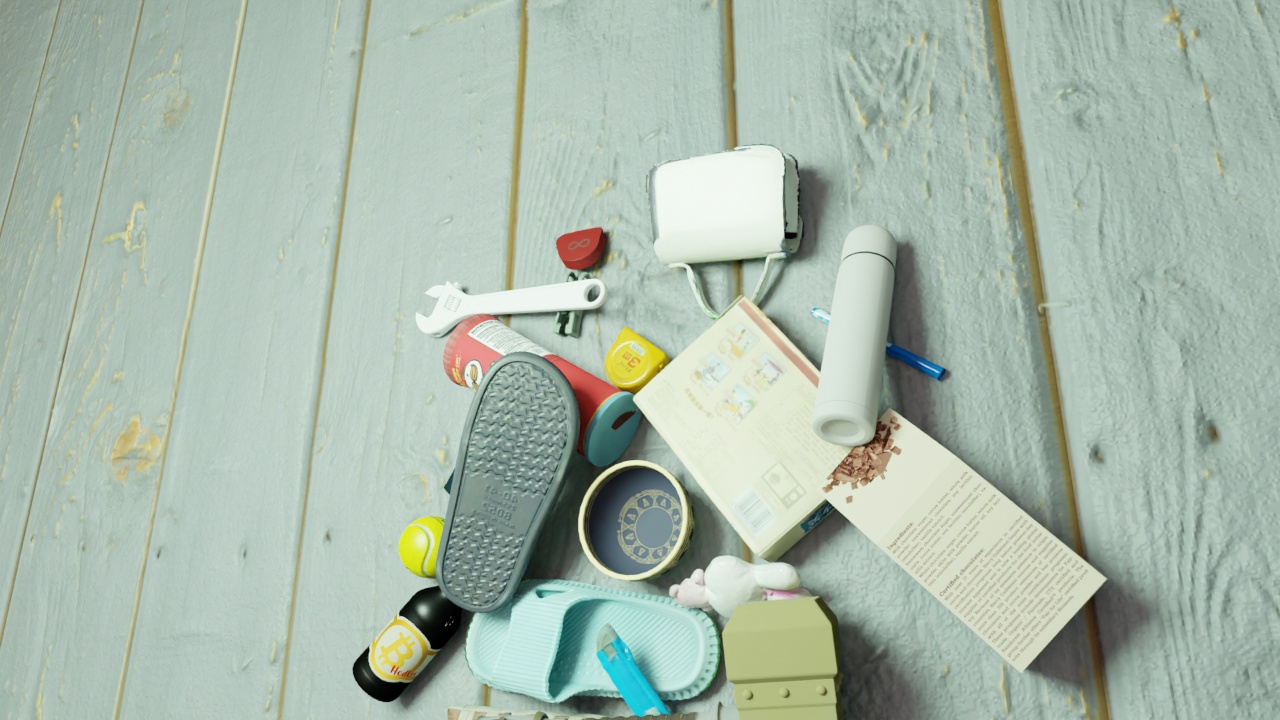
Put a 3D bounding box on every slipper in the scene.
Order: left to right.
[{"bbox_3d":[-0.125,0.119,0.912,0.111,0.083,0.268,20,102,7],"label":"slipper"},{"bbox_3d":[-0.059,0.267,0.875,0.277,0.069,0.115,-3,68,25],"label":"slipper"}]

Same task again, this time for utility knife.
[{"bbox_3d":[0.022,0.325,0.811,0.031,0.015,0.207,-38,81,3],"label":"utility knife"}]

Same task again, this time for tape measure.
[{"bbox_3d":[-0.070,-0.124,1.040,0.059,0.019,0.051,-8,47,23],"label":"tape measure"},{"bbox_3d":[-0.006,0.006,0.961,0.068,0.030,0.059,35,89,35],"label":"tape measure"}]

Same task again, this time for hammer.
[{"bbox_3d":[0.007,0.308,0.764,0.325,0.100,0.190,-8,76,13],"label":"hammer"}]

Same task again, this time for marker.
[{"bbox_3d":[0.222,-0.018,0.870,0.142,0.013,0.013,30,87,32],"label":"marker"}]

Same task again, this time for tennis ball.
[{"bbox_3d":[-0.224,0.199,0.979,0.065,0.065,0.065,-9,68,23],"label":"tennis ball"}]

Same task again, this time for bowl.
[{"bbox_3d":[0.004,0.158,0.884,0.113,0.061,0.112,-9,69,23],"label":"bowl"}]

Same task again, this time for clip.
[{"bbox_3d":[-0.077,-0.064,1.026,0.043,0.023,0.076,7,77,26],"label":"clip"}]

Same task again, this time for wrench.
[{"bbox_3d":[-0.153,-0.066,1.051,0.274,0.018,0.066,-3,72,32],"label":"wrench"}]

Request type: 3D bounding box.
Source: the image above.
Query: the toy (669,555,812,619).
[{"bbox_3d":[0.089,0.205,0.824,0.126,0.076,0.037,-10,38,23],"label":"toy"}]

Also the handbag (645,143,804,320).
[{"bbox_3d":[0.090,-0.124,0.950,0.151,0.074,0.176,-3,90,26],"label":"handbag"}]

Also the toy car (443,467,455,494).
[{"bbox_3d":[-0.165,0.148,0.987,0.112,0.034,0.046,26,85,31],"label":"toy car"}]

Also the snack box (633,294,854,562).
[{"bbox_3d":[0.111,0.062,0.869,0.153,0.055,0.207,-43,59,6],"label":"snack box"}]

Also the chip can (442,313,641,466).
[{"bbox_3d":[-0.107,0.028,0.972,0.213,0.087,0.087,27,85,30],"label":"chip can"}]

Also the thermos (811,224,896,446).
[{"bbox_3d":[0.196,-0.030,0.827,0.052,0.052,0.223,-1,53,26],"label":"thermos"}]

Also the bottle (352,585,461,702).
[{"bbox_3d":[-0.220,0.270,0.956,0.181,0.059,0.059,-48,59,3],"label":"bottle"}]

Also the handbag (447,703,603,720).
[{"bbox_3d":[-0.111,0.396,0.867,0.186,0.047,0.124,-5,62,24],"label":"handbag"}]

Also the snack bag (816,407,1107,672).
[{"bbox_3d":[0.253,0.140,0.747,0.206,0.070,0.094,42,93,23],"label":"snack bag"}]
